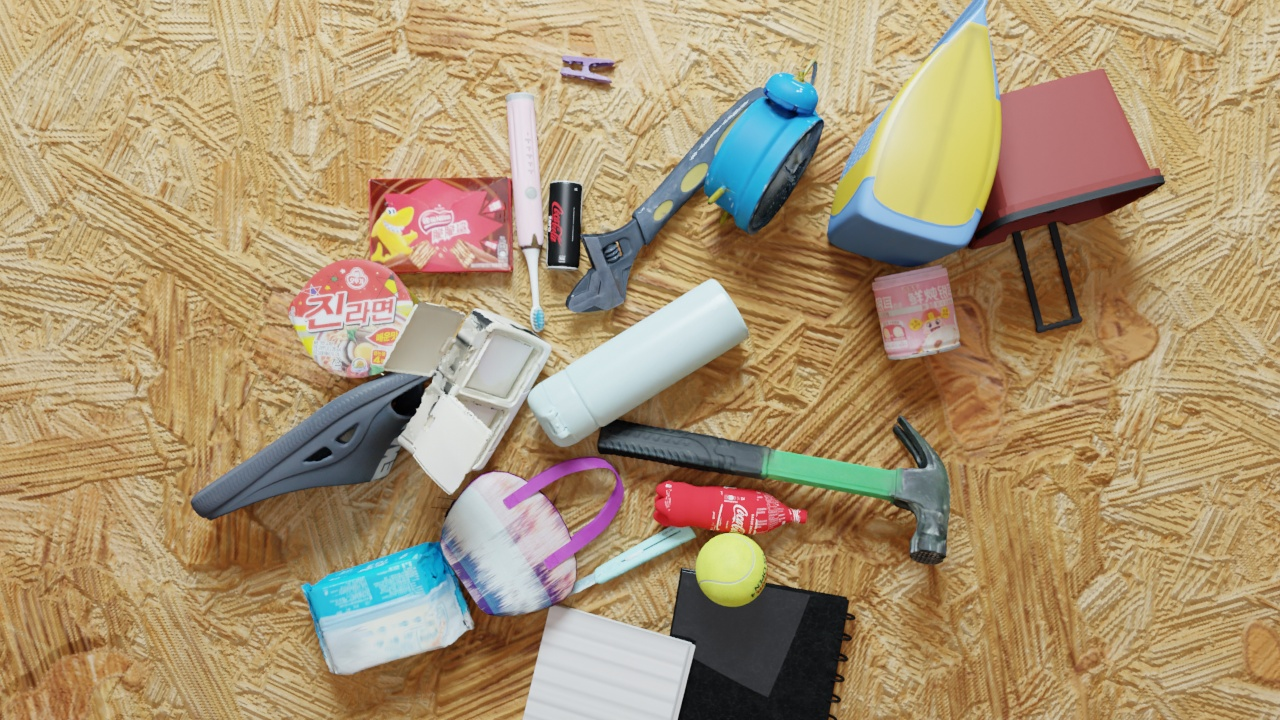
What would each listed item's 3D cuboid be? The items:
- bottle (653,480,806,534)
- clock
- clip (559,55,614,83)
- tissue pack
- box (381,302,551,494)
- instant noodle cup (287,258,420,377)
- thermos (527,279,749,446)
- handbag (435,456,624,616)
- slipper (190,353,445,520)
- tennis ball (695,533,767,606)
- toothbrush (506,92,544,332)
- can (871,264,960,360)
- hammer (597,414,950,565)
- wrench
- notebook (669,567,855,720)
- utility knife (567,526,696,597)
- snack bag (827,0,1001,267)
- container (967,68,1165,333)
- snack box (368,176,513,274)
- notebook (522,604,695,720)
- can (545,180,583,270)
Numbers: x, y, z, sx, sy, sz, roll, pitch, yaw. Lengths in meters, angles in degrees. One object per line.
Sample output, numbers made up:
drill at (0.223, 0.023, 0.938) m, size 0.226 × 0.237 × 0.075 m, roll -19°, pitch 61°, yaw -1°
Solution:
bottle at (0.083, 0.139, 0.855) m, size 0.141 × 0.042 × 0.042 m, roll 5°, pitch 91°, yaw 1°
clock at (0.118, -0.190, 0.813) m, size 0.060 × 0.116 × 0.161 m, roll 33°, pitch 91°, yaw 12°
clip at (-0.050, -0.273, 0.864) m, size 0.052 × 0.013 × 0.036 m, roll 6°, pitch 90°, yaw 4°
tissue pack at (-0.233, 0.230, 0.856) m, size 0.144 × 0.061 × 0.093 m, roll -18°, pitch 93°, yaw 4°
box at (-0.143, 0.037, 0.785) m, size 0.101 × 0.186 × 0.145 m, roll 32°, pitch 97°, yaw 19°
instant noodle cup at (-0.237, -0.036, 0.824) m, size 0.100 × 0.112 × 0.100 m, roll 0°, pitch 91°, yaw 2°
thermos at (-0.005, 0.005, 0.839) m, size 0.207 × 0.078 × 0.065 m, roll -32°, pitch 107°, yaw 0°
handbag at (-0.093, 0.151, 0.855) m, size 0.170 × 0.068 × 0.144 m, roll -34°, pitch 91°, yaw -5°
slipper at (-0.278, 0.086, 0.832) m, size 0.268 × 0.110 × 0.083 m, roll -32°, pitch 93°, yaw 5°
tennis ball at (0.083, 0.190, 0.833) m, size 0.065 × 0.065 × 0.065 m, roll 0°, pitch 91°, yaw 1°
toothbrush at (-0.104, -0.138, 0.861) m, size 0.027 × 0.026 × 0.222 m, roll -5°, pitch 91°, yaw -19°
can at (0.250, -0.044, 0.834) m, size 0.067 × 0.067 × 0.076 m, roll -12°, pitch 92°, yaw 1°
hammer at (0.118, 0.094, 0.840) m, size 0.319 × 0.032 × 0.130 m, roll 9°, pitch 60°, yaw 8°
wrench at (0.026, -0.148, 0.851) m, size 0.273 × 0.022 × 0.073 m, roll -47°, pitch 119°, yaw -2°
notebook at (0.103, 0.326, 0.872) m, size 0.169 × 0.019 × 0.231 m, roll 10°, pitch 92°, yaw 2°
utility knife at (-0.020, 0.196, 0.873) m, size 0.158 × 0.015 × 0.022 m, roll -29°, pitch 53°, yaw 3°
snack bag at (0.243, -0.194, 0.785) m, size 0.102 × 0.159 × 0.205 m, roll 17°, pitch 90°, yaw 2°
container at (0.365, -0.133, 0.807) m, size 0.148 × 0.127 × 0.200 m, roll -14°, pitch 84°, yaw 1°
snack box at (-0.187, -0.127, 0.865) m, size 0.133 × 0.021 × 0.089 m, roll -1°, pitch 92°, yaw 1°
notebook at (-0.041, 0.351, 0.871) m, size 0.143 × 0.009 × 0.210 m, roll 14°, pitch 92°, yaw 9°
can at (-0.071, -0.125, 0.857) m, size 0.031 × 0.031 × 0.080 m, roll 3°, pitch 91°, yaw 1°
